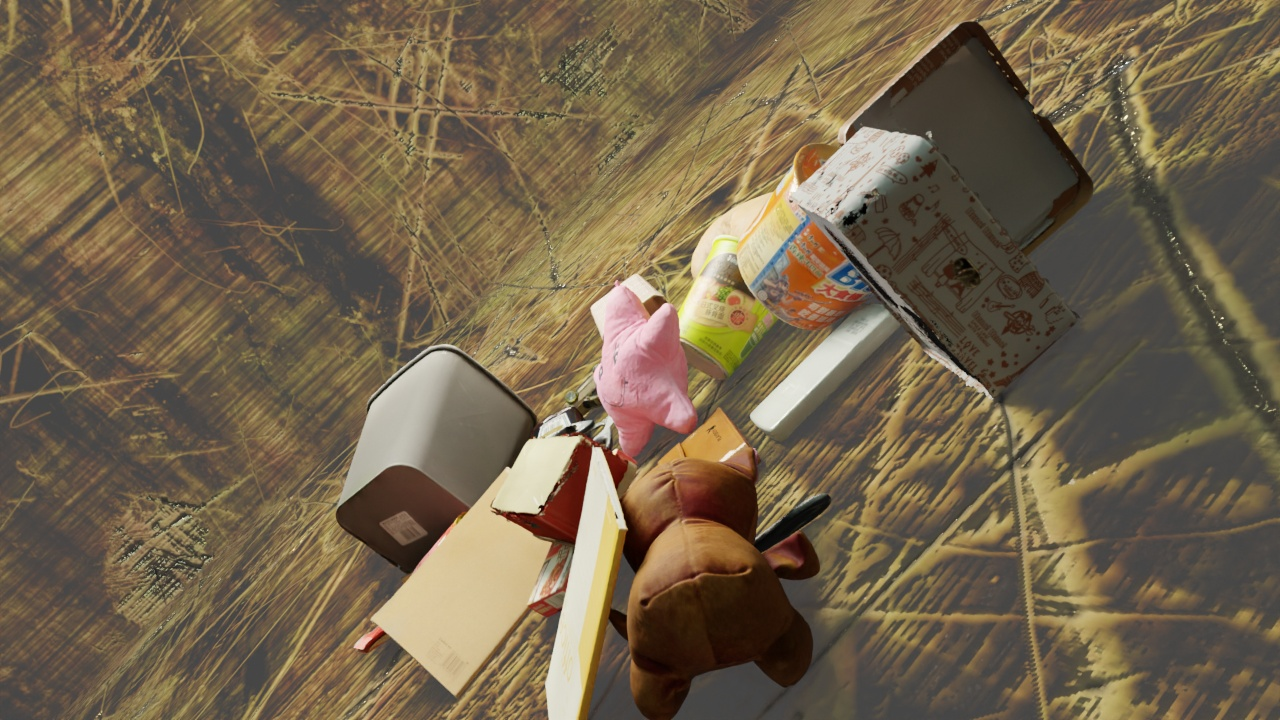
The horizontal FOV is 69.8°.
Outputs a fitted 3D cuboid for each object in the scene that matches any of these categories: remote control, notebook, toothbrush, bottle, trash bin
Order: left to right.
[{"bbox_3d":[-0.270,0.137,1.194,0.199,0.199,0.219,-36,25,26],"label":"trash bin"},{"bbox_3d":[-0.158,0.215,0.926,0.150,0.012,0.211,22,63,41],"label":"notebook"},{"bbox_3d":[-0.095,0.118,1.071,0.080,0.044,0.194,-31,20,8],"label":"bottle"},{"bbox_3d":[-0.041,0.182,0.648,0.146,0.010,0.206,-120,40,-72],"label":"notebook"},{"bbox_3d":[0.066,0.150,0.677,0.181,0.015,0.018,-39,9,17],"label":"toothbrush"},{"bbox_3d":[0.159,0.009,0.792,0.150,0.021,0.058,-44,17,-1],"label":"remote control"}]

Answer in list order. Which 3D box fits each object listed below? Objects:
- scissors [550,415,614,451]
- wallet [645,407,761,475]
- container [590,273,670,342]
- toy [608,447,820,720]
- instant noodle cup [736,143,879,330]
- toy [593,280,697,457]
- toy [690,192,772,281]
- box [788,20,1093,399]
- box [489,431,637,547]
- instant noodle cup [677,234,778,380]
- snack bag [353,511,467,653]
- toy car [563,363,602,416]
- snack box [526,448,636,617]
[{"bbox_3d":[-0.033,0.064,1.044,0.166,0.014,0.163,-13,35,15],"label":"scissors"},{"bbox_3d":[0.041,0.107,0.815,0.132,0.031,0.107,-41,19,5],"label":"wallet"},{"bbox_3d":[-0.002,-0.044,1.132,0.090,0.090,0.111,-37,26,2],"label":"container"},{"bbox_3d":[0.041,0.135,0.606,0.140,0.130,0.199,-15,30,-1],"label":"toy"},{"bbox_3d":[0.168,-0.106,0.846,0.112,0.151,0.151,-46,11,42],"label":"instant noodle cup"},{"bbox_3d":[-0.006,0.006,0.947,0.074,0.178,0.195,-8,-10,-26],"label":"toy"},{"bbox_3d":[0.158,-0.155,1.108,0.227,0.082,0.143,-18,35,49],"label":"toy"},{"bbox_3d":[0.235,-0.109,0.639,0.205,0.181,0.158,-43,15,3],"label":"box"},{"bbox_3d":[-0.080,0.112,0.833,0.091,0.077,0.169,-61,17,-17],"label":"box"},{"bbox_3d":[0.091,-0.049,0.963,0.123,0.111,0.112,-56,19,-12],"label":"instant noodle cup"},{"bbox_3d":[-0.240,0.252,1.056,0.208,0.073,0.128,-40,12,28],"label":"snack bag"},{"bbox_3d":[-0.060,0.040,1.180,0.090,0.042,0.035,-42,61,-1],"label":"toy car"},{"bbox_3d":[-0.054,0.159,0.855,0.075,0.025,0.152,-37,24,49],"label":"snack box"}]
